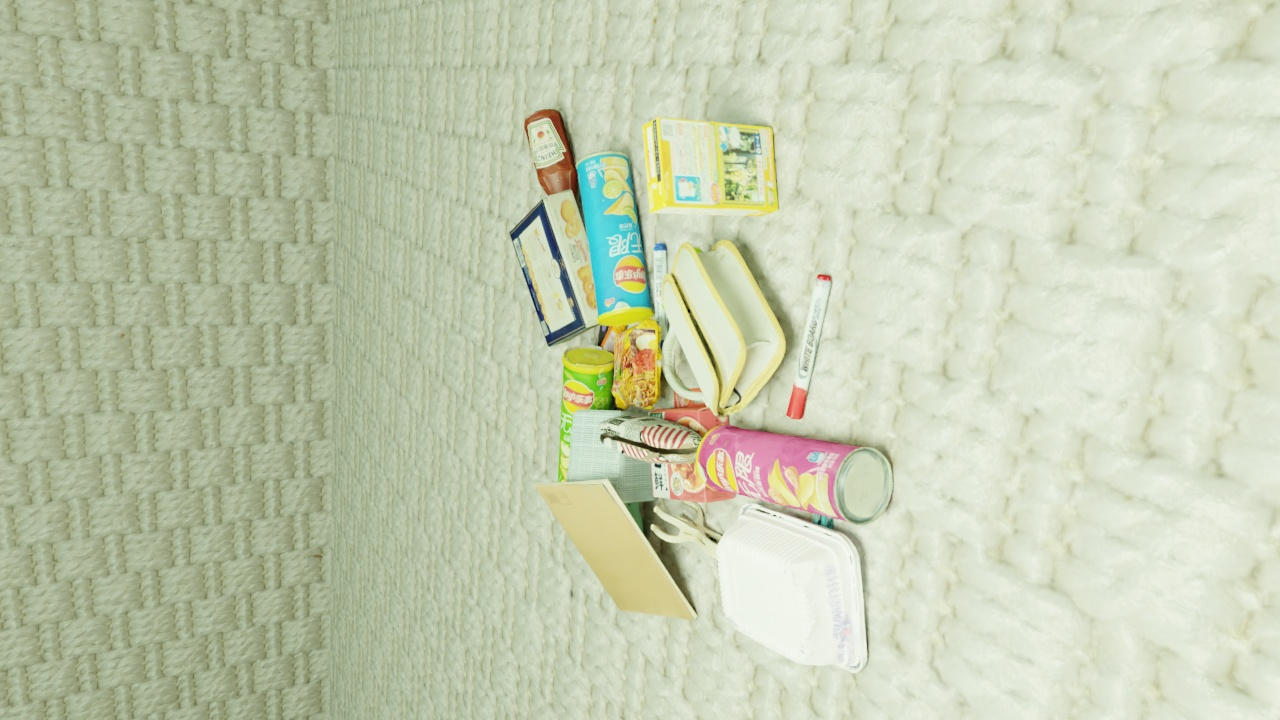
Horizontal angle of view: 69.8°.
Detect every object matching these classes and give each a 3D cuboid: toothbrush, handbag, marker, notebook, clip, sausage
[{"bbox_3d":[-0.047,-0.056,1.248,0.016,0.014,0.189,-113,34,-52],"label":"toothbrush"},{"bbox_3d":[-0.010,0.213,1.195,0.026,0.027,0.224,50,-147,-82],"label":"toothbrush"},{"bbox_3d":[0.064,-0.018,0.964,0.163,0.063,0.179,67,147,33],"label":"handbag"},{"bbox_3d":[0.162,-0.012,0.885,0.017,0.017,0.145,37,124,53],"label":"marker"},{"bbox_3d":[-0.034,0.231,1.118,0.150,0.012,0.211,-11,116,50],"label":"notebook"},{"bbox_3d":[0.050,0.197,1.053,0.102,0.094,0.035,-125,42,-59],"label":"clip"},{"bbox_3d":[-0.051,-0.001,1.251,0.021,0.021,0.166,64,143,34],"label":"sausage"},{"bbox_3d":[0.175,0.160,0.882,0.049,0.015,0.057,25,113,59],"label":"clip"},{"bbox_3d":[0.025,-0.069,1.118,0.017,0.016,0.146,4,96,60],"label":"marker"}]

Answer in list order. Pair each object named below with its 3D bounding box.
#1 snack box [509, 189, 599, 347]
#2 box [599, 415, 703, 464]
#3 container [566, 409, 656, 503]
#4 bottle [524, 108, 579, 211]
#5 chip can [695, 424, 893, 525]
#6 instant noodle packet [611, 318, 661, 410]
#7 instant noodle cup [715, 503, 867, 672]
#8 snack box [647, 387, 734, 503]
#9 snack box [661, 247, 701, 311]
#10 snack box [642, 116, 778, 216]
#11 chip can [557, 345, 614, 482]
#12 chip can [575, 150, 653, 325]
[{"bbox_3d":[-0.113,-0.121,1.267,0.183,0.045,0.178,-18,91,66],"label":"snack box"},{"bbox_3d":[0.011,0.092,1.020,0.164,0.071,0.060,13,86,61],"label":"box"},{"bbox_3d":[-0.035,0.118,1.146,0.090,0.089,0.111,0,87,35],"label":"container"},{"bbox_3d":[-0.116,-0.253,1.304,0.060,0.059,0.206,-27,75,58],"label":"bottle"},{"bbox_3d":[0.141,0.105,0.880,0.211,0.071,0.071,2,95,60],"label":"chip can"},{"bbox_3d":[-0.007,0.007,1.131,0.128,0.044,0.110,173,101,-77],"label":"instant noodle packet"},{"bbox_3d":[0.137,0.223,0.894,0.174,0.060,0.138,8,108,58],"label":"instant noodle cup"},{"bbox_3d":[0.055,0.095,1.053,0.113,0.044,0.127,-9,85,60],"label":"snack box"},{"bbox_3d":[0.077,-0.049,1.020,0.156,0.026,0.086,57,138,41],"label":"snack box"},{"bbox_3d":[0.071,-0.188,0.903,0.034,0.140,0.087,-8,87,61],"label":"snack box"},{"bbox_3d":[-0.075,0.094,1.236,0.072,0.072,0.222,38,130,53],"label":"chip can"},{"bbox_3d":[-0.034,-0.153,1.156,0.071,0.071,0.210,-25,72,58],"label":"chip can"}]
